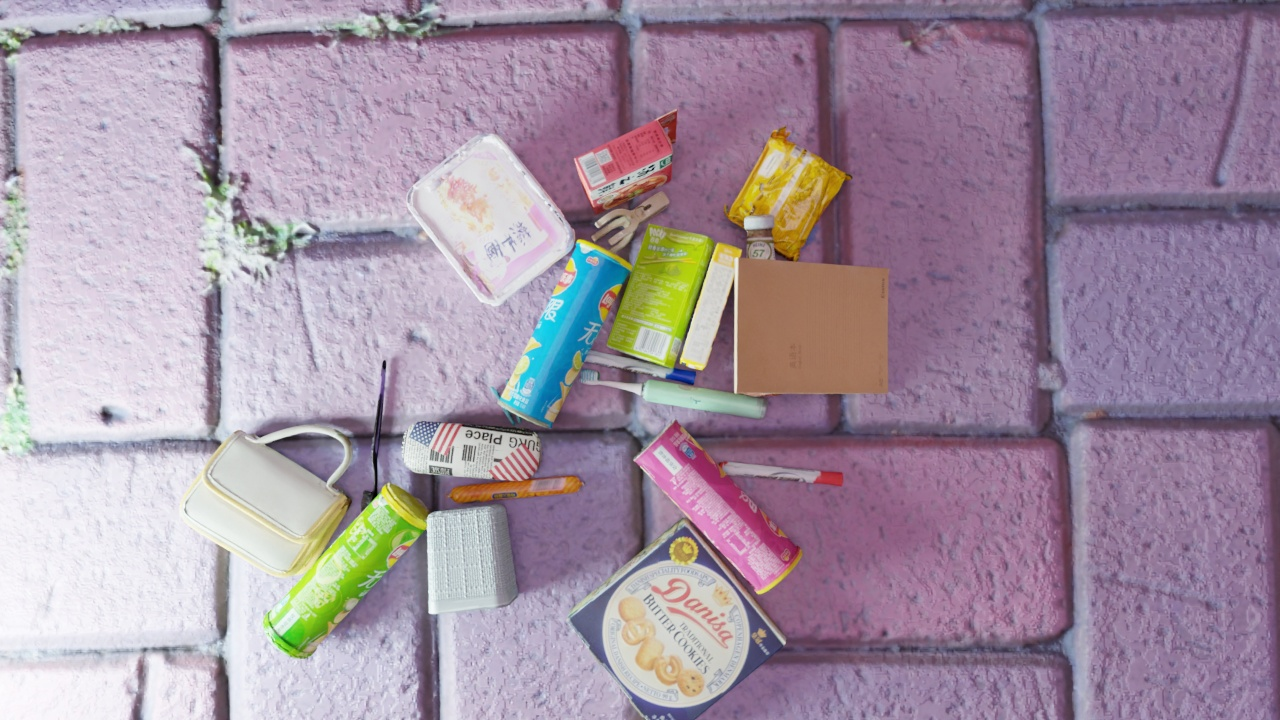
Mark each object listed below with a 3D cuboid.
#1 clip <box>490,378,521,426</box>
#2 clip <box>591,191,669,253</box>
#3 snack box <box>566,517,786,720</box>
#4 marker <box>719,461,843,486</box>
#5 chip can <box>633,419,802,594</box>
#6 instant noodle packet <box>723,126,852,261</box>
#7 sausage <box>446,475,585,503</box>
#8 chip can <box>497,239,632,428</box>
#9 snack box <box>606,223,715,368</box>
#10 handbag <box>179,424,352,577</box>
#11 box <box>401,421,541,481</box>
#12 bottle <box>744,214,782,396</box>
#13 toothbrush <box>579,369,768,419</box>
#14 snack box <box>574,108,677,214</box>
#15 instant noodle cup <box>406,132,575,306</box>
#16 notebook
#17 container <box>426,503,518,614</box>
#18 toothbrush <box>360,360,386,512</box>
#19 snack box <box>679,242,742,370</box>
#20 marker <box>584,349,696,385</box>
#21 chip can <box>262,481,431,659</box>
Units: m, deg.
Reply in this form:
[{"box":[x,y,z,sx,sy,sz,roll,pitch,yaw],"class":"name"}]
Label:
[{"box":[-0.157,0.051,1.092,0.049,0.015,0.057,-22,87,-2],"class":"clip"},{"box":[-0.017,-0.161,1.096,0.102,0.095,0.035,-35,85,-39],"class":"clip"},{"box":[0.040,0.308,1.058,0.182,0.046,0.178,-40,87,0],"class":"snack box"},{"box":[0.165,0.133,1.079,0.145,0.017,0.017,5,87,2],"class":"marker"},{"box":[0.088,0.166,1.052,0.071,0.071,0.210,-43,86,-1],"class":"chip can"},{"box":[0.172,-0.196,1.082,0.111,0.044,0.128,32,92,-4],"class":"instant noodle packet"},{"box":[-0.147,0.152,1.082,0.165,0.021,0.021,-5,87,1],"class":"sausage"},{"box":[-0.086,-0.030,1.053,0.071,0.071,0.210,27,89,2],"class":"chip can"},{"box":[0.023,-0.077,1.070,0.086,0.026,0.156,17,87,31],"class":"snack box"},{"box":[-0.424,0.146,1.073,0.163,0.063,0.178,32,85,1],"class":"handbag"},{"box":[-0.197,0.106,1.080,0.164,0.060,0.071,7,68,1],"class":"box"},{"box":[0.140,-0.063,1.053,0.060,0.059,0.206,-3,97,1],"class":"bottle"},{"box":[0.038,0.039,1.082,0.224,0.026,0.027,9,109,2],"class":"toothbrush"},{"box":[-0.007,-0.224,1.053,0.127,0.113,0.044,-25,85,0],"class":"snack box"},{"box":[-0.172,-0.163,1.081,0.138,0.060,0.173,-38,88,-1],"class":"instant noodle cup"},{"box":[0.198,-0.036,1.044,0.211,0.012,0.149,1,88,-26],"class":"notebook"},{"box":[-0.193,0.224,1.049,0.090,0.090,0.111,-6,83,1],"class":"container"},{"box":[-0.317,0.093,1.094,0.017,0.014,0.189,4,87,14],"class":"toothbrush"},{"box":[0.080,-0.060,1.055,0.034,0.087,0.140,16,87,2],"class":"snack box"},{"box":[-0.006,0.006,1.089,0.146,0.017,0.017,12,87,2],"class":"marker"},{"box":[-0.338,0.244,1.057,0.072,0.072,0.221,43,88,3],"class":"chip can"}]
